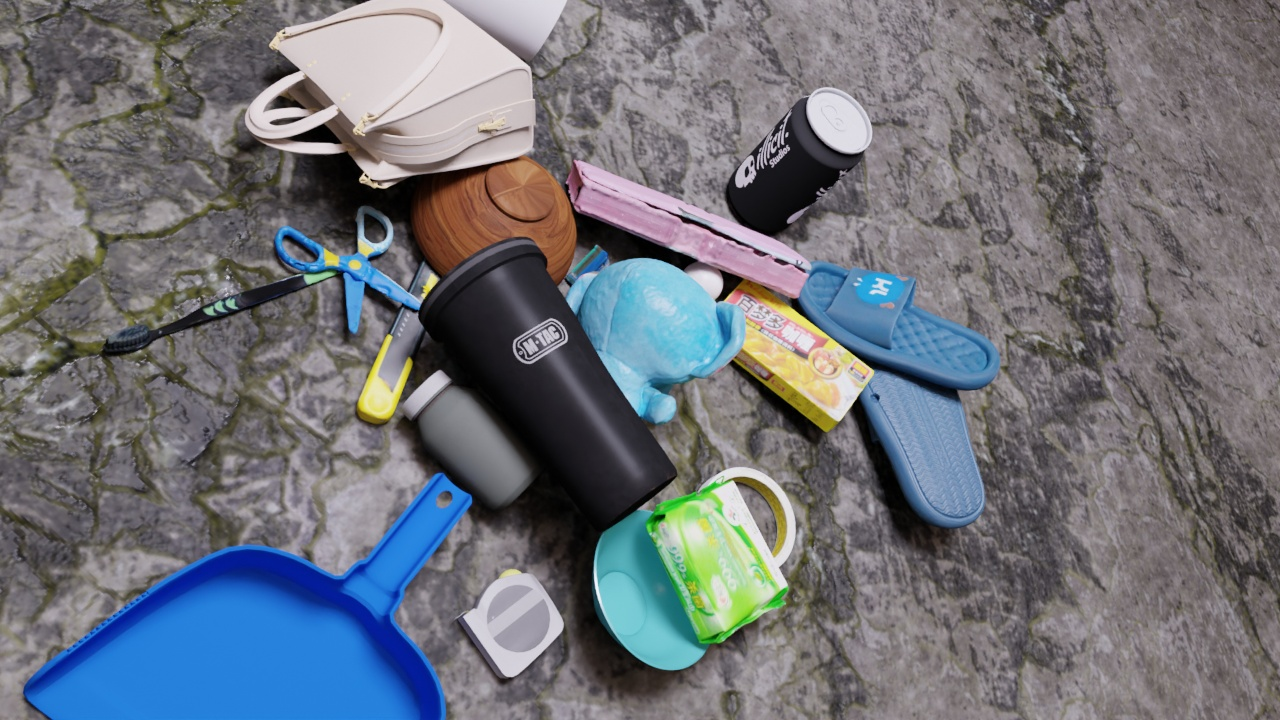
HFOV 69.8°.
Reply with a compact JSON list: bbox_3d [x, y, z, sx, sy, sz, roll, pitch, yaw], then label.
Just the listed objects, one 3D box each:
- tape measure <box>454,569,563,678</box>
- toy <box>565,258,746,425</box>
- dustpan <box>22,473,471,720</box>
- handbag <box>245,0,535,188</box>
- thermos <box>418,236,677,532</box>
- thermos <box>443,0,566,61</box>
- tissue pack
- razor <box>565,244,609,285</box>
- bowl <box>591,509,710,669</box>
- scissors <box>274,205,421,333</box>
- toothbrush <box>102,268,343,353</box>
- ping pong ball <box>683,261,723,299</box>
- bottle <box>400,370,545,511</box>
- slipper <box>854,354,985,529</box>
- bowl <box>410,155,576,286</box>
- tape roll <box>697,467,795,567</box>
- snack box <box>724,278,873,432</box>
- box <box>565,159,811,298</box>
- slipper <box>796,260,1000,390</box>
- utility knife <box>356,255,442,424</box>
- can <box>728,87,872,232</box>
[{"bbox_3d":[-0.096,0.193,0.678,0.064,0.017,0.064,-34,86,-33],"label":"tape measure"},{"bbox_3d":[-0.004,0.004,0.755,0.115,0.184,0.180,37,73,-56],"label":"toy"},{"bbox_3d":[-0.203,0.182,0.608,0.245,0.060,0.256,40,56,-5],"label":"dustpan"},{"bbox_3d":[-0.214,-0.212,0.729,0.197,0.101,0.194,-26,52,-28],"label":"handbag"},{"bbox_3d":[-0.065,0.017,0.675,0.105,0.106,0.218,-30,77,-33],"label":"thermos"},{"bbox_3d":[-0.178,-0.367,0.830,0.221,0.132,0.131,28,59,-22],"label":"thermos"},{"bbox_3d":[0.062,0.155,0.721,0.099,0.034,0.114,-15,73,-48],"label":"tissue pack"},{"bbox_3d":[-0.004,-0.039,0.825,0.044,0.018,0.141,-45,95,3],"label":"razor"},{"bbox_3d":[-0.001,0.180,0.703,0.121,0.046,0.121,26,47,-32],"label":"bowl"},{"bbox_3d":[-0.225,-0.078,0.732,0.125,0.016,0.124,33,55,-2],"label":"scissors"},{"bbox_3d":[-0.301,-0.044,0.685,0.187,0.017,0.014,-27,79,-34],"label":"toothbrush"},{"bbox_3d":[0.057,-0.072,0.855,0.040,0.040,0.040,10,64,-22],"label":"ping pong ball"},{"bbox_3d":[-0.127,0.060,0.696,0.108,0.060,0.060,44,57,-3],"label":"bottle"},{"bbox_3d":[0.261,0.066,0.885,0.103,0.059,0.213,0,56,-15],"label":"slipper"},{"bbox_3d":[-0.112,-0.127,0.771,0.147,0.069,0.147,15,58,-25],"label":"bowl"},{"bbox_3d":[0.089,0.139,0.790,0.094,0.019,0.094,10,64,-21],"label":"tape roll"},{"bbox_3d":[0.137,-0.008,0.857,0.152,0.025,0.075,38,57,8],"label":"snack box"},{"bbox_3d":[0.045,-0.126,0.851,0.232,0.041,0.098,20,22,-16],"label":"box"},{"bbox_3d":[0.247,-0.039,0.890,0.214,0.059,0.103,29,49,17],"label":"slipper"},{"bbox_3d":[-0.182,-0.038,0.739,0.028,0.020,0.197,24,58,-17],"label":"utility knife"},{"bbox_3d":[0.151,-0.191,0.890,0.080,0.146,0.080,10,64,-22],"label":"can"}]
